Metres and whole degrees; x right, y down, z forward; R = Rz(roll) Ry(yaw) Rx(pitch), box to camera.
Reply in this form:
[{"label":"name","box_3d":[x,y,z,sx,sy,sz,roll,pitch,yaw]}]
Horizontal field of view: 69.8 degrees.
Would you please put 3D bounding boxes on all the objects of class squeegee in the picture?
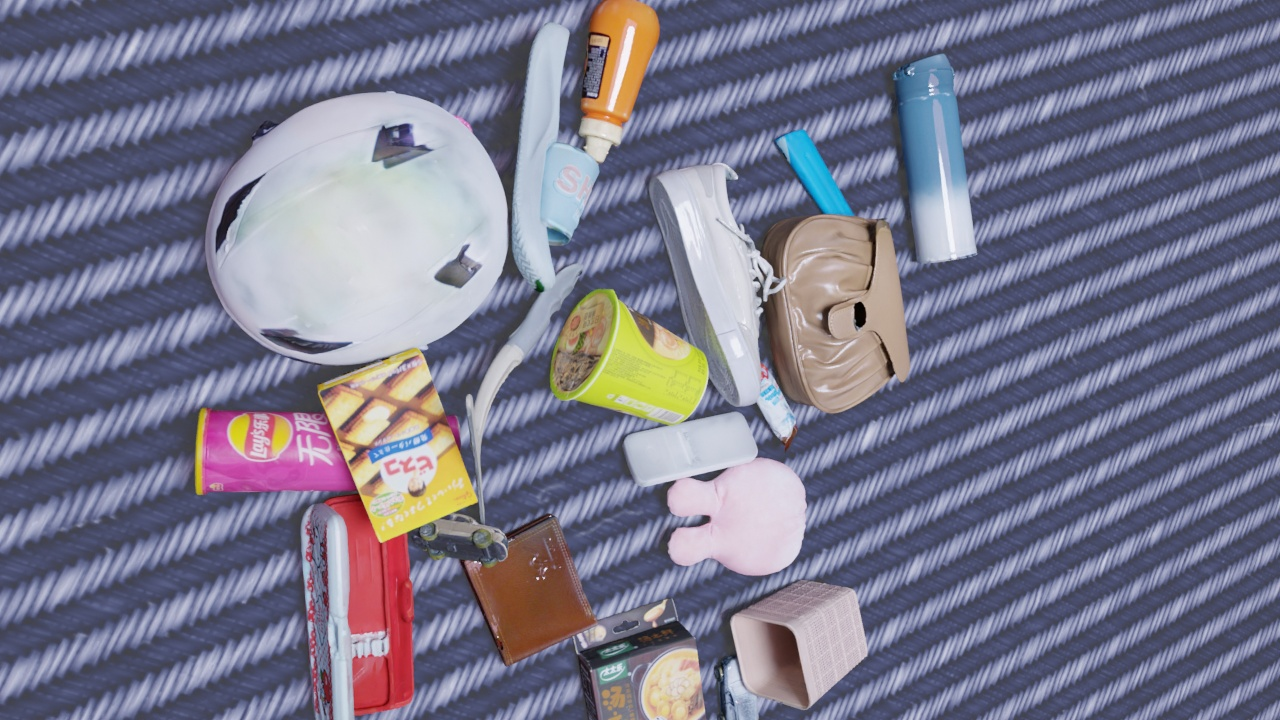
[{"label":"squeegee","box_3d":[-0.112,0.000,0.825,0.039,0.247,0.245,20,60,5]}]

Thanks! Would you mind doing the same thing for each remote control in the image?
[{"label":"remote control","box_3d":[0.050,0.089,0.925,0.135,0.020,0.055,-11,64,-20]}]

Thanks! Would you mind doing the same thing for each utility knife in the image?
[{"label":"utility knife","box_3d":[0.197,-0.177,0.977,0.034,0.018,0.159,-40,108,-11]}]

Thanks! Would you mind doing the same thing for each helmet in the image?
[{"label":"helmet","box_3d":[-0.226,-0.100,0.745,0.258,0.146,0.229,-27,106,-12]}]

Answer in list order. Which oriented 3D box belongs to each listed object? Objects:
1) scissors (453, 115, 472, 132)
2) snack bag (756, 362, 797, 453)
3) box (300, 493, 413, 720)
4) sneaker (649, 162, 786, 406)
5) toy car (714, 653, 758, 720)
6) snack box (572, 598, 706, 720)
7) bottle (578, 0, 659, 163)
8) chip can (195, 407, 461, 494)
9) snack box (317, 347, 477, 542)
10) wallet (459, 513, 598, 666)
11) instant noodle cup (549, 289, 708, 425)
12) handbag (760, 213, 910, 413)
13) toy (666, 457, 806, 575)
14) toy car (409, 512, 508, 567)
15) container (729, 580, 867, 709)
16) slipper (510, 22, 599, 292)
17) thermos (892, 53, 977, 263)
[{"label":"scissors","box_3d":[-0.208,-0.167,0.826,0.083,0.017,0.137,27,87,-21]},{"label":"snack bag","box_3d":[0.137,0.044,0.958,0.104,0.026,0.048,60,34,-13]},{"label":"box","box_3d":[-0.242,0.221,0.790,0.095,0.102,0.201,-3,95,-20]},{"label":"sneaker","box_3d":[0.088,-0.078,0.905,0.090,0.089,0.242,-18,93,-14]},{"label":"toy car","box_3d":[0.104,0.356,0.967,0.043,0.034,0.090,-5,93,-18]},{"label":"snack box","box_3d":[-0.001,0.319,0.919,0.113,0.053,0.126,-13,103,-20]},{"label":"bottle","box_3d":[-0.027,-0.261,0.866,0.066,0.067,0.149,12,96,-21]},{"label":"chip can","box_3d":[-0.264,0.079,0.788,0.210,0.071,0.071,3,92,-21]},{"label":"snack box","box_3d":[-0.199,0.069,0.756,0.086,0.034,0.140,-21,109,-15]},{"label":"wallet","box_3d":[-0.105,0.221,0.881,0.101,0.032,0.124,-24,102,-20]},{"label":"instant noodle cup","box_3d":[-0.005,0.005,0.871,0.123,0.112,0.111,24,85,-29]},{"label":"handbag","box_3d":[0.206,-0.052,0.943,0.147,0.100,0.204,-16,103,-17]},{"label":"toy","box_3d":[0.099,0.160,0.940,0.159,0.054,0.121,3,85,-22]},{"label":"toy car","box_3d":[-0.162,0.160,0.832,0.090,0.042,0.035,8,51,11]},{"label":"container","box_3d":[0.167,0.285,0.946,0.110,0.090,0.090,-19,99,-39]},{"label":"slipper","box_3d":[-0.075,-0.180,0.827,0.074,0.104,0.245,5,84,-9]},{"label":"thermos","box_3d":[0.320,-0.217,0.996,0.070,0.070,0.220,-12,97,-20]}]
